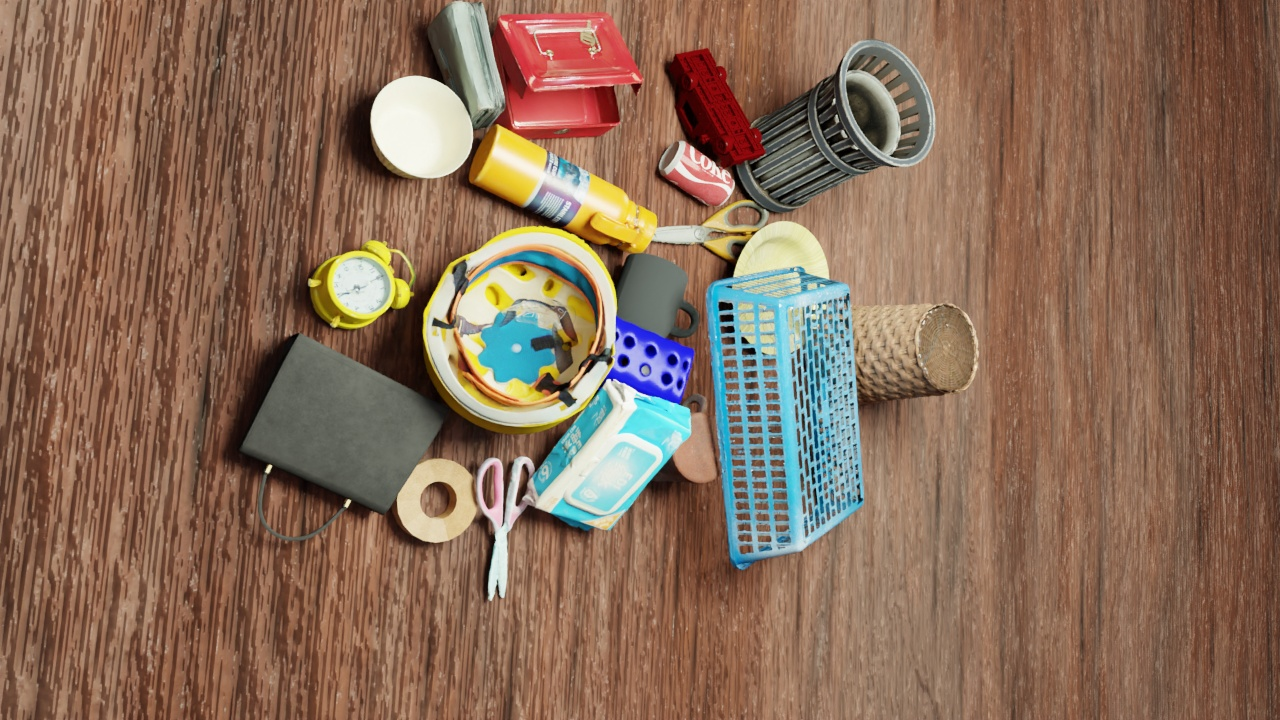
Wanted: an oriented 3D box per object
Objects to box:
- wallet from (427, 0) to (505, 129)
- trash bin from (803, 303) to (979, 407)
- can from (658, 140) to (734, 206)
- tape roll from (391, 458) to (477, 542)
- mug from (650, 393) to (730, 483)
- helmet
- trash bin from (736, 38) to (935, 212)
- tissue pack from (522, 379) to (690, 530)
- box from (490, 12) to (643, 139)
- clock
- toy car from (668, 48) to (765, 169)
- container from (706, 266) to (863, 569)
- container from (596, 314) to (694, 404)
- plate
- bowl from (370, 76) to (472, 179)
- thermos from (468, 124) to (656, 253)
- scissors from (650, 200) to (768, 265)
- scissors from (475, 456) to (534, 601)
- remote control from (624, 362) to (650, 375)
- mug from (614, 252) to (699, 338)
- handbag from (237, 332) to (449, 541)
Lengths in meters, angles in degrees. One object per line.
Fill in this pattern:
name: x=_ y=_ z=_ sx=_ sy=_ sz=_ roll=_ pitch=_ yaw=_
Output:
wallet: x=-0.200 y=-0.340 z=1.067 sx=0.054 sy=0.100 sz=0.131 roll=-19 pitch=93 yaw=-21
trash bin: x=0.353 y=-0.014 z=1.282 sx=0.151 sy=0.211 sz=0.151 roll=3 pitch=84 yaw=-30
can: x=0.076 y=-0.250 z=1.237 sx=0.096 sy=0.054 sz=0.054 roll=29 pitch=72 yaw=-24
tape roll: x=-0.234 y=0.159 z=1.045 sx=0.093 sy=0.027 sz=0.094 roll=3 pitch=84 yaw=-29
mug: x=0.057 y=0.097 z=1.168 sx=0.096 sy=0.110 sz=0.122 roll=31 pitch=72 yaw=-29
helmet: x=-0.140 y=-0.022 z=1.049 sx=0.209 sy=0.140 sz=0.239 roll=31 pitch=62 yaw=-6
trash bin: x=0.247 y=-0.298 z=1.229 sx=0.164 sy=0.228 sz=0.164 roll=8 pitch=76 yaw=-31
tissue pack: x=-0.042 y=0.119 z=1.083 sx=0.117 sy=0.066 sz=0.210 roll=27 pitch=113 yaw=-33
box: x=-0.103 y=-0.348 z=1.132 sx=0.157 sy=0.127 sz=0.137 roll=-11 pitch=71 yaw=-26
clock: x=-0.304 y=-0.084 z=1.010 sx=0.118 sy=0.057 sz=0.083 roll=-33 pitch=102 yaw=-36
toy car: x=0.097 y=-0.333 z=1.239 sx=0.070 sy=0.062 sz=0.169 roll=-21 pitch=78 yaw=-29
container: x=0.202 y=0.064 z=1.183 sx=0.256 sy=0.089 sz=0.362 roll=-16 pitch=103 yaw=-52
container: x=-0.007 y=0.007 z=1.121 sx=0.113 sy=0.085 sz=0.084 roll=22 pitch=72 yaw=-18
plate: x=0.187 y=-0.101 z=1.286 sx=0.184 sy=0.036 sz=0.184 roll=-6 pitch=101 yaw=-35
bowl: x=-0.256 y=-0.258 z=1.047 sx=0.115 sy=0.063 sz=0.115 roll=3 pitch=84 yaw=-29
thermos: x=-0.090 y=-0.196 z=1.123 sx=0.232 sy=0.076 sz=0.091 roll=24 pitch=49 yaw=-26
scissors: x=0.093 y=-0.162 z=1.260 sx=0.228 sy=0.016 sz=0.114 roll=-12 pitch=91 yaw=-30
scissors: x=-0.154 y=0.199 z=1.088 sx=0.101 sy=0.016 sz=0.178 roll=-9 pitch=99 yaw=-52
remote control: x=-0.011 y=0.041 z=1.178 sx=0.060 sy=0.028 sz=0.114 roll=41 pitch=68 yaw=-18
mug: x=0.022 y=-0.068 z=1.171 sx=0.121 sy=0.085 sz=0.094 roll=26 pitch=74 yaw=-20
handbag: x=-0.333 y=0.099 z=0.977 sx=0.175 sy=0.072 sz=0.195 roll=30 pitch=76 yaw=-24
